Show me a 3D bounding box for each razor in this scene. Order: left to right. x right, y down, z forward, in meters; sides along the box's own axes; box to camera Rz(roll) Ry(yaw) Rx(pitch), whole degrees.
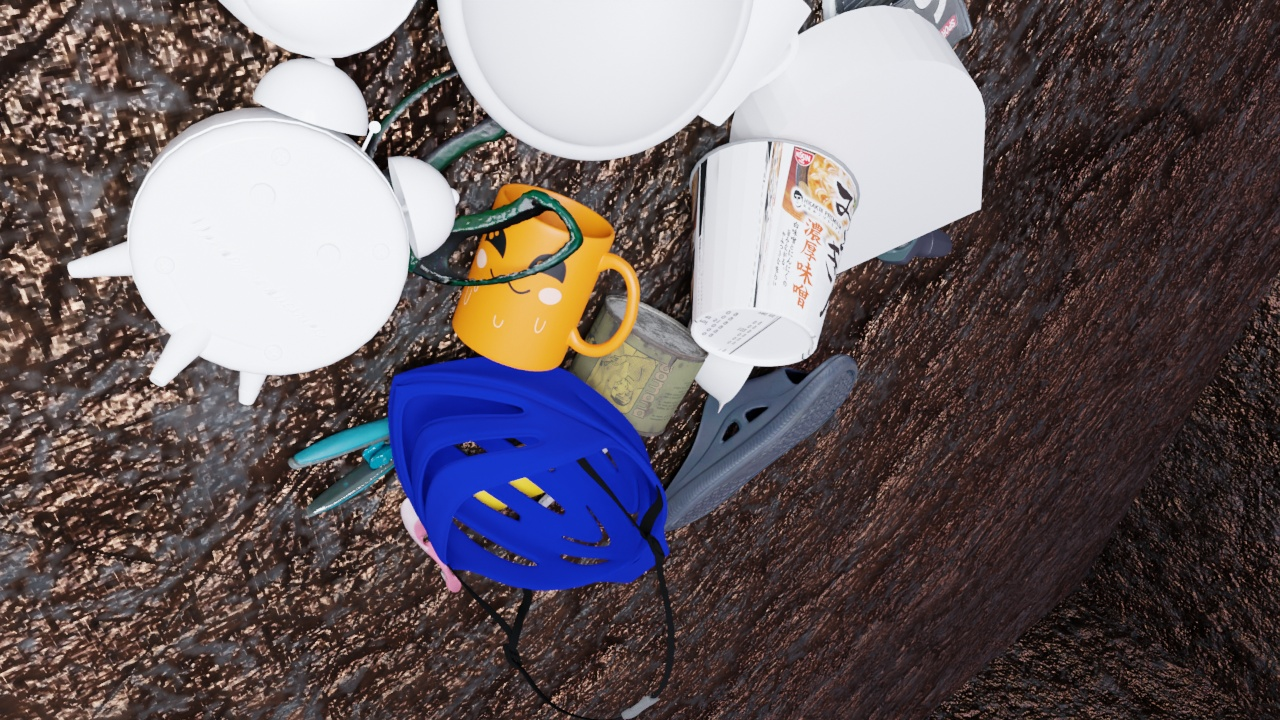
[{"bbox_3d":[0.280,-0.120,0.933,0.142,0.047,0.052,0,99,-50],"label":"razor"}]

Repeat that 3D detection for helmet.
[{"bbox_3d":[-0.062,0.113,0.599,0.148,0.227,0.241,-40,130,15],"label":"helmet"}]

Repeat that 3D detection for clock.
[{"bbox_3d":[-0.176,-0.057,0.448,0.161,0.073,0.125,-43,122,-1],"label":"clock"}]

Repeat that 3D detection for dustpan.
[{"bbox_3d":[0.169,-0.163,0.729,0.192,0.053,0.258,-24,154,9],"label":"dustpan"}]

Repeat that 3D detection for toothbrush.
[{"bbox_3d":[-0.168,0.148,0.737,0.021,0.016,0.135,-33,140,-21],"label":"toothbrush"}]

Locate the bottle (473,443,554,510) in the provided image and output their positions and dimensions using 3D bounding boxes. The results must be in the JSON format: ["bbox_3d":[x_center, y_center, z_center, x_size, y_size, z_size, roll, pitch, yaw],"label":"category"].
[{"bbox_3d":[-0.102,0.091,0.728,0.143,0.043,0.043,-17,135,-36],"label":"bottle"}]

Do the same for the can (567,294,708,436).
[{"bbox_3d":[-0.004,0.004,0.707,0.089,0.090,0.075,8,117,-50],"label":"can"}]

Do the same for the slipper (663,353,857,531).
[{"bbox_3d":[0.100,0.067,0.900,0.269,0.083,0.110,-46,157,29],"label":"slipper"}]

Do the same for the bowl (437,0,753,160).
[{"bbox_3d":[-0.028,-0.202,0.492,0.176,0.066,0.177,-14,123,-23],"label":"bowl"}]

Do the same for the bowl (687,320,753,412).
[{"bbox_3d":[0.069,-0.027,0.761,0.115,0.050,0.114,-161,-87,-85],"label":"bowl"}]

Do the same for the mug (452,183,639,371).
[{"bbox_3d":[-0.054,-0.046,0.590,0.096,0.112,0.077,-65,171,23],"label":"mug"}]

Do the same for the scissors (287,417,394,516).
[{"bbox_3d":[-0.178,0.059,0.639,0.154,0.019,0.126,-54,146,6],"label":"scissors"}]

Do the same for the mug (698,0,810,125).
[{"bbox_3d":[0.058,-0.201,0.587,0.114,0.081,0.088,12,120,-51],"label":"mug"}]

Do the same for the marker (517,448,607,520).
[{"bbox_3d":[-0.057,0.099,0.811,0.152,0.011,0.011,-43,144,-7],"label":"marker"}]

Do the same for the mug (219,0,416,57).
[{"bbox_3d":[-0.153,-0.187,0.387,0.115,0.068,0.094,10,116,-50],"label":"mug"}]

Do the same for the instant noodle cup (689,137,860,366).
[{"bbox_3d":[0.087,-0.069,0.646,0.123,0.124,0.121,49,46,-55],"label":"instant noodle cup"}]

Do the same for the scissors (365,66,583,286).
[{"bbox_3d":[-0.144,-0.096,0.508,0.209,0.015,0.137,-14,102,-12],"label":"scissors"}]

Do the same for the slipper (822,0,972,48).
[{"bbox_3d":[0.211,-0.233,0.736,0.111,0.063,0.264,-41,146,-9],"label":"slipper"}]
